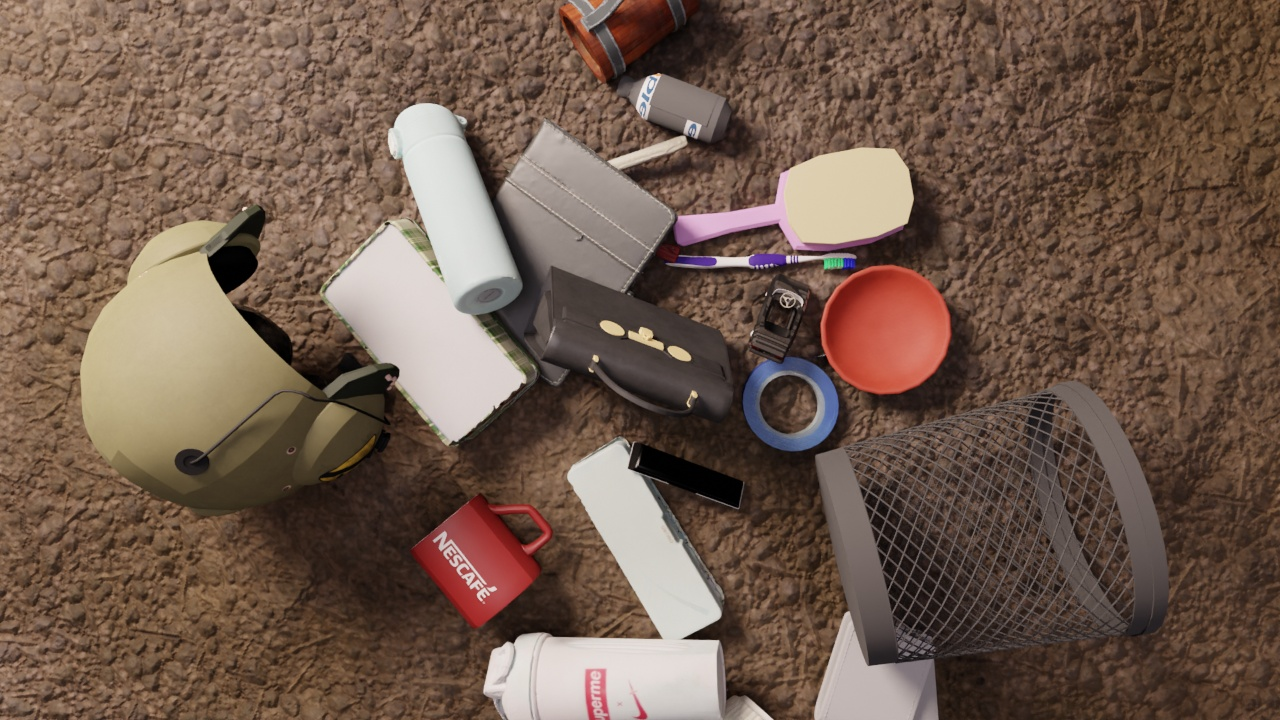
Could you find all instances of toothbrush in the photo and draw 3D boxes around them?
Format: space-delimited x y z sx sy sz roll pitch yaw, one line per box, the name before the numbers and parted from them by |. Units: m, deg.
toothbrush | 0.116 -0.096 0.895 0.187 0.015 0.016 -1 85 3

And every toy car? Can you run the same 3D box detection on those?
toy car | 0.133 -0.042 0.871 0.040 0.037 0.092 23 59 3

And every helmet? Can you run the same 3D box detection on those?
helmet | -0.343 0.015 0.786 0.233 0.255 0.250 -41 88 0

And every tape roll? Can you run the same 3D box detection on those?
tape roll | 0.146 0.042 0.897 0.091 0.016 0.093 -8 91 2

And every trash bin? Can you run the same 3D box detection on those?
trash bin | 0.288 0.150 0.801 0.227 0.217 0.217 -13 91 6

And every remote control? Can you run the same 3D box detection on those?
remote control | 0.046 0.110 0.881 0.124 0.012 0.028 22 67 -18

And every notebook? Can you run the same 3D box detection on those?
notebook | -0.083 -0.100 0.885 0.169 0.029 0.209 37 104 2

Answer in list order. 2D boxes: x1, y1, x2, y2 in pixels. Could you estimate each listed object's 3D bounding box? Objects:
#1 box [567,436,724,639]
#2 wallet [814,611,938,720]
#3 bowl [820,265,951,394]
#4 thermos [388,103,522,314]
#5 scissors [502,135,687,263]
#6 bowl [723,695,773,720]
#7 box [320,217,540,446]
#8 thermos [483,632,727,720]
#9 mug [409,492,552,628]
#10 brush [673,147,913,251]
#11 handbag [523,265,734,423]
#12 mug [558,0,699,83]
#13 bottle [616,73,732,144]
box | 0.004 0.175 0.892 0.083 0.067 0.199 -33 92 -17
wallet | 0.242 0.312 0.891 0.115 0.037 0.118 16 96 2
bowl | 0.232 -0.029 0.882 0.122 0.035 0.122 0 92 2
thermos | -0.173 -0.145 0.852 0.077 0.065 0.206 -14 68 -25
scissors | -0.033 -0.164 0.891 0.198 0.015 0.179 43 101 3
bowl | 0.107 0.367 0.866 0.115 0.115 0.062 44 78 1
box | -0.200 -0.027 0.880 0.118 0.050 0.205 -42 90 16
thermos | -0.033 0.300 0.861 0.220 0.099 0.099 -6 91 10
mug | -0.145 0.181 0.882 0.116 0.080 0.096 -40 90 -4
brush | 0.145 -0.145 0.878 0.229 0.043 0.089 -10 91 2
handbag | -0.005 0.005 0.787 0.175 0.195 0.072 20 105 -14
mug | -0.009 -0.326 0.845 0.111 0.117 0.081 -35 90 -1
bottle | 0.032 -0.245 0.878 0.112 0.047 0.047 22 92 1
